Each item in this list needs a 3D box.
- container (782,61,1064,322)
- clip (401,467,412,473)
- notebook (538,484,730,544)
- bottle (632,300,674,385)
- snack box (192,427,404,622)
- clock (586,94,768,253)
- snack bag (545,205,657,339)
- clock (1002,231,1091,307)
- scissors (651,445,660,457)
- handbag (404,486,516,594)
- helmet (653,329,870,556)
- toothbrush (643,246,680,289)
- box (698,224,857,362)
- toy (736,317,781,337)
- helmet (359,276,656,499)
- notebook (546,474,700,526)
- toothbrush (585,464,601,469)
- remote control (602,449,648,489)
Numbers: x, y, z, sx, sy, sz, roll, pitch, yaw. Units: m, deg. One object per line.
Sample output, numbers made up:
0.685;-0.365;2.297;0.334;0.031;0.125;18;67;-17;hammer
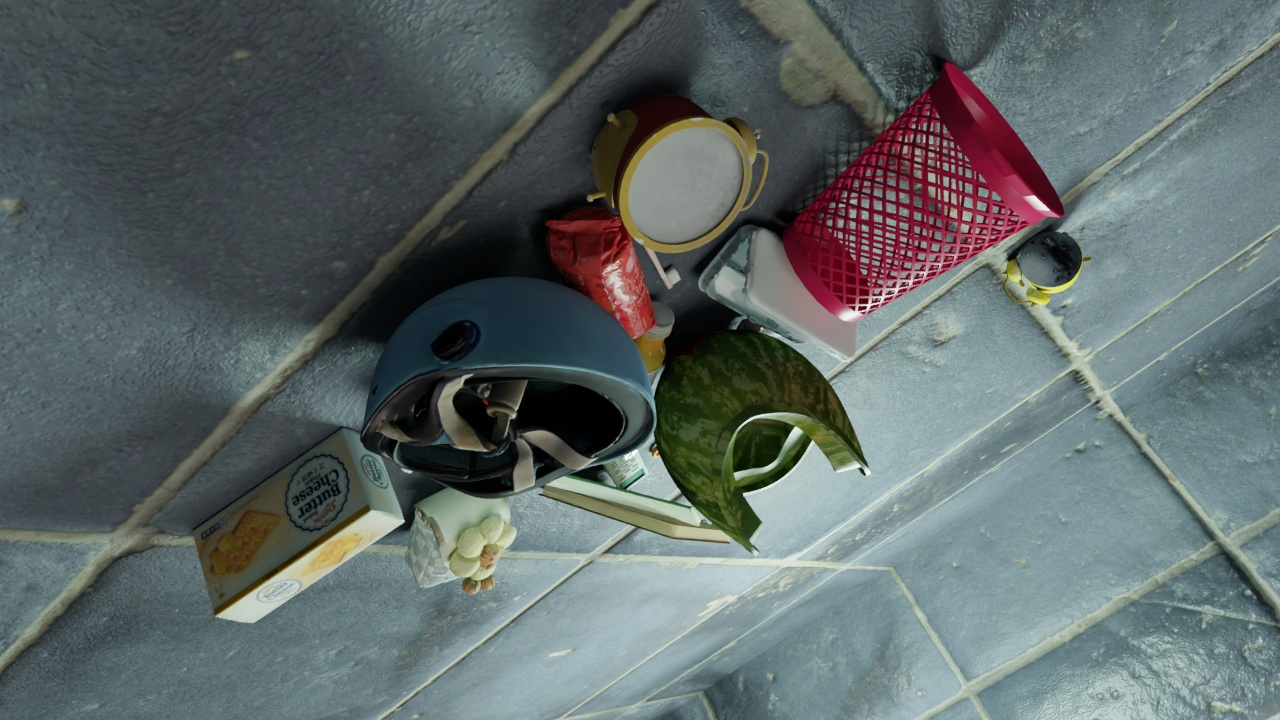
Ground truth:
0.270;-0.152;0.929;0.226;0.183;0.183;-38;151;32;container
-0.247;0.093;0.996;0.054;0.038;0.101;-43;150;-2;clip
-0.004;0.207;1.248;0.167;0.226;0.024;20;83;-54;notebook
-0.006;0.006;1.043;0.053;0.053;0.187;-13;148;-27;bottle
-0.354;0.171;0.945;0.208;0.104;0.057;-34;152;9;snack box
0.037;-0.161;0.775;0.158;0.081;0.117;0;124;-28;clock
-0.033;-0.074;0.859;0.082;0.082;0.176;-27;151;-3;snack bag
0.580;-0.131;1.321;0.119;0.083;0.057;-39;157;14;clock
0.075;0.111;1.333;0.125;0.011;0.129;-30;153;6;scissors
-0.223;0.227;1.137;0.112;0.123;0.172;-27;157;-37;handbag
0.124;0.078;1.082;0.213;0.247;0.243;-38;108;3;helmet
0.009;-0.116;0.898;0.018;0.015;0.181;-37;152;1;toothbrush
0.174;-0.064;1.001;0.216;0.110;0.108;20;111;-44;box
0.175;-0.058;1.120;0.125;0.037;0.076;-25;154;-8;toy
-0.114;0.014;0.814;0.266;0.166;0.225;-13;150;25;helmet
-0.057;0.149;1.068;0.253;0.010;0.182;13;167;10;notebook
-0.086;0.131;1.213;0.021;0.017;0.135;-44;148;15;toothbrush
-0.027;0.138;1.267;0.049;0.024;0.143;-36;152;-8;remote control
